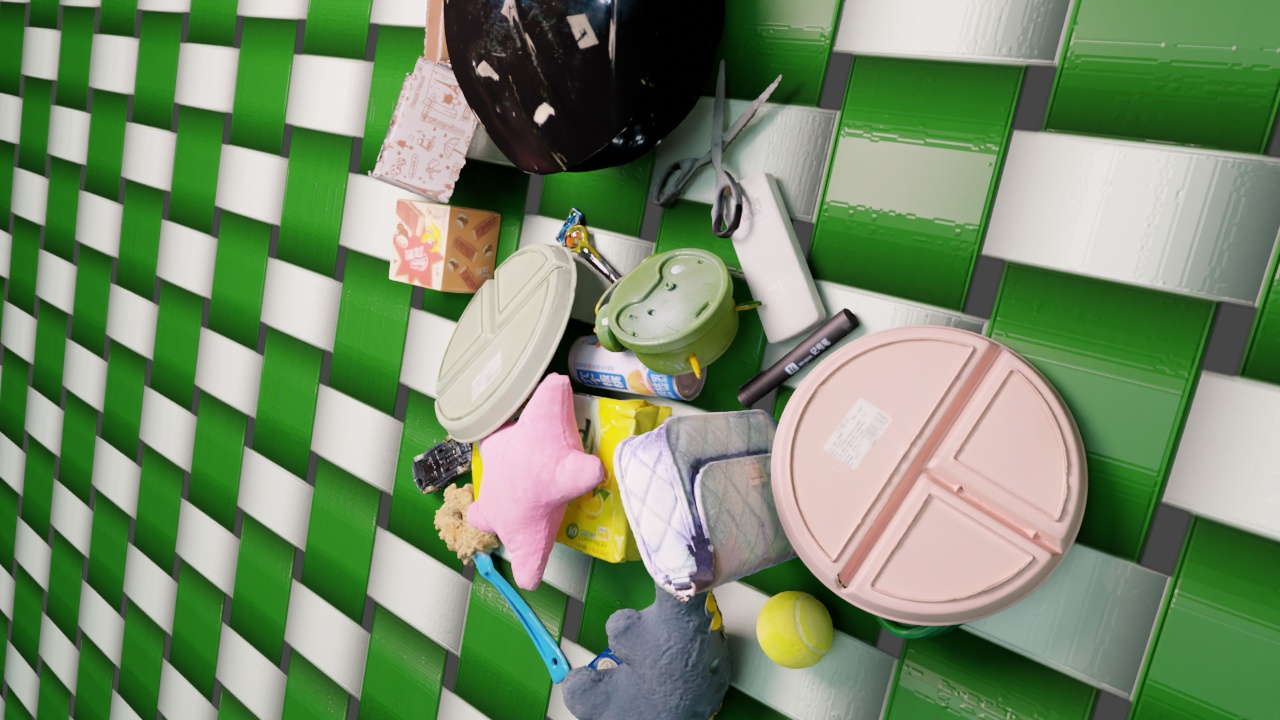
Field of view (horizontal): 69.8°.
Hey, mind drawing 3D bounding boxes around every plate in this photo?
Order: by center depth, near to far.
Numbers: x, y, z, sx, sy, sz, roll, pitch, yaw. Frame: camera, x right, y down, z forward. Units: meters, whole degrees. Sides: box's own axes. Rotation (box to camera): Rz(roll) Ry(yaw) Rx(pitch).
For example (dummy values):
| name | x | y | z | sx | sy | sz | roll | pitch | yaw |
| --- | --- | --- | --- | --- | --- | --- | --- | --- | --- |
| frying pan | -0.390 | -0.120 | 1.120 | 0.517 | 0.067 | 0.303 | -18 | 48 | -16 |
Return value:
| name | x | y | z | sx | sy | sz | roll | pitch | yaw |
| --- | --- | --- | --- | --- | --- | --- | --- | --- | --- |
| plate | 0.211 | 0.080 | 0.687 | 0.230 | 0.028 | 0.229 | -5 | 74 | 16 |
| plate | -0.146 | -0.024 | 0.947 | 0.231 | 0.027 | 0.229 | -38 | 36 | 34 |

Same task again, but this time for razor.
| name | x | y | z | sx | sy | sz | roll | pitch | yaw |
| --- | --- | --- | --- | --- | --- | --- | --- | --- | --- |
| razor | -0.042 | -0.100 | 0.941 | 0.142 | 0.022 | 0.043 | 47 | 119 | 26 |

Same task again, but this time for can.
| name | x | y | z | sx | sy | sz | roll | pitch | yaw |
| --- | --- | --- | --- | --- | --- | --- | --- | --- | --- |
| can | -0.005 | 0.005 | 0.895 | 0.135 | 0.053 | 0.053 | 7 | 95 | 37 |

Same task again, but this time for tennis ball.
| name | x | y | z | sx | sy | sz | roll | pitch | yaw |
| --- | --- | --- | --- | --- | --- | --- | --- | --- | --- |
| tennis ball | 0.132 | 0.231 | 0.787 | 0.066 | 0.065 | 0.065 | 1 | 92 | 37 |

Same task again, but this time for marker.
| name | x | y | z | sx | sy | sz | roll | pitch | yaw |
| --- | --- | --- | --- | --- | --- | --- | --- | --- | --- |
| marker | 0.136 | -0.001 | 0.808 | 0.132 | 0.020 | 0.022 | -41 | 44 | 32 |

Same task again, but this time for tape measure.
| name | x | y | z | sx | sy | sz | roll | pitch | yaw |
| --- | --- | --- | --- | --- | --- | --- | --- | --- | --- |
| tape measure | -0.026 | 0.320 | 0.936 | 0.058 | 0.025 | 0.054 | -50 | 65 | 32 |

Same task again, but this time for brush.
| name | x | y | z | sx | sy | sz | roll | pitch | yaw |
| --- | --- | --- | --- | --- | --- | --- | --- | --- | --- |
| brush | -0.154 | 0.248 | 1.029 | 0.083 | 0.045 | 0.254 | -48 | 68 | 24 |

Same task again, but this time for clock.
| name | x | y | z | sx | sy | sz | roll | pitch | yaw |
| --- | --- | --- | --- | --- | --- | --- | --- | --- | --- |
| clock | 0.022 | -0.047 | 0.841 | 0.161 | 0.056 | 0.116 | 24 | 65 | 42 |

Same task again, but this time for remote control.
| name | x | y | z | sx | sy | sz | roll | pitch | yaw |
| --- | --- | --- | --- | --- | --- | --- | --- | --- | --- |
| remote control | 0.117 | -0.092 | 0.818 | 0.058 | 0.021 | 0.150 | -28 | 74 | 41 |

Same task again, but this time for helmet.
| name | x | y | z | sx | sy | sz | roll | pitch | yaw |
| --- | --- | --- | --- | --- | --- | --- | --- | --- | --- |
| helmet | -0.065 | -0.300 | 0.826 | 0.234 | 0.229 | 0.275 | -13 | 122 | 37 |

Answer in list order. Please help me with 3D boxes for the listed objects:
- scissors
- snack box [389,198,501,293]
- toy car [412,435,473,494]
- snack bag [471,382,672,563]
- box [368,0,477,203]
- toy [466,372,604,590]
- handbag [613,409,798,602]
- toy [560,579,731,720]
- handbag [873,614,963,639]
| name | x | y | z | sx | sy | sz | roll | pitch | yaw |
| --- | --- | --- | --- | --- | --- | --- | --- | --- | --- |
| scissors | 0.068 | -0.195 | 0.847 | 0.160 | 0.014 | 0.177 | -7 | 75 | 48 |
| snack box | -0.223 | -0.130 | 1.044 | 0.093 | 0.076 | 0.094 | 14 | 100 | 36 |
| toy car | -0.230 | 0.121 | 1.084 | 0.106 | 0.031 | 0.049 | -31 | 72 | 32 |
| snack bag | -0.077 | 0.104 | 0.943 | 0.247 | 0.068 | 0.158 | 10 | 98 | 37 |
| box | -0.213 | -0.307 | 0.980 | 0.262 | 0.088 | 0.178 | -71 | 21 | 4 |
| toy | -0.108 | 0.100 | 0.881 | 0.178 | 0.074 | 0.195 | 44 | 114 | 40 |
| handbag | 0.070 | 0.110 | 0.751 | 0.076 | 0.193 | 0.134 | -26 | 76 | 34 |
| toy | 0.008 | 0.298 | 0.846 | 0.091 | 0.137 | 0.357 | -108 | 37 | -57 |
| handbag | 0.220 | 0.146 | 0.723 | 0.120 | 0.068 | 0.131 | -39 | 65 | 20 |
